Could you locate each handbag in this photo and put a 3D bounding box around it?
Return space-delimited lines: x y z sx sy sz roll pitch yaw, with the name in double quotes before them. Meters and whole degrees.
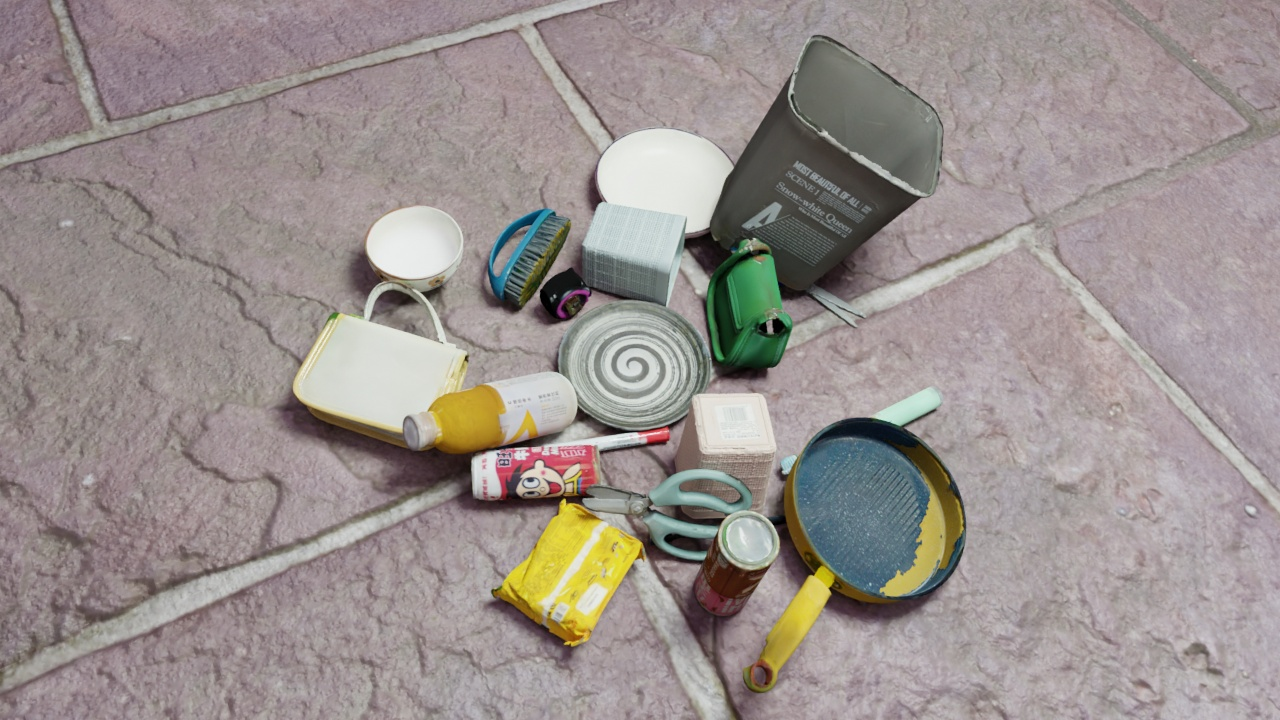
"handbag" -0.272 -0.001 1.014 0.163 0.063 0.178 16 65 5
"handbag" 0.127 -0.062 1.070 0.068 0.120 0.131 1 55 -13

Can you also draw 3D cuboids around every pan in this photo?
"pan" 0.200 0.196 0.914 0.197 0.078 0.356 43 60 8

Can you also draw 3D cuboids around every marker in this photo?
"marker" -0.039 0.091 1.014 0.145 0.017 0.017 -8 59 -11

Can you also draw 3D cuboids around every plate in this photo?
"plate" 0.035 -0.228 1.213 0.192 0.039 0.192 3 57 -5
"plate" -0.006 0.006 1.069 0.179 0.024 0.179 2 58 -3

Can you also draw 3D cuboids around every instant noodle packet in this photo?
"instant noodle packet" -0.069 0.213 0.917 0.111 0.044 0.128 27 55 18

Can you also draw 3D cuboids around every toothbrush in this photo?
"toothbrush" 0.253 0.082 1.047 0.224 0.026 0.027 -23 99 -19
"toothbrush" 0.097 0.175 0.977 0.181 0.016 0.018 -6 50 -9

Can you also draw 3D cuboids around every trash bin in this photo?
"trash bin" 0.209 -0.220 1.091 0.199 0.220 0.198 31 47 -9

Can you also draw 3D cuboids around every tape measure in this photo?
"tape measure" -0.089 -0.077 1.091 0.057 0.058 0.039 -36 69 -5

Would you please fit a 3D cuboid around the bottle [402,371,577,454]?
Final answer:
"bottle" -0.155 0.057 0.958 0.189 0.068 0.068 -11 57 -40

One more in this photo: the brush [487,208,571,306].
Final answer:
"brush" -0.143 -0.132 1.122 0.073 0.055 0.143 24 59 7

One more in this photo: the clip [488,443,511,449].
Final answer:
"clip" -0.160 0.075 1.012 0.025 0.032 0.057 -12 67 -11

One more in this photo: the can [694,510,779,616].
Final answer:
"can" 0.090 0.198 0.882 0.058 0.148 0.057 3 57 -5

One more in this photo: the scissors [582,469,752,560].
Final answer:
"scissors" 0.028 0.139 0.920 0.180 0.143 0.019 21 28 -11

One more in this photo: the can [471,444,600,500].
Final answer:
"can" -0.110 0.118 0.967 0.132 0.053 0.053 -2 58 -8

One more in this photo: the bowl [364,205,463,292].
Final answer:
"bowl" -0.268 -0.125 1.099 0.113 0.062 0.113 3 59 -5

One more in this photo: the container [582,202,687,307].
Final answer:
"container" -0.009 -0.130 1.118 0.111 0.090 0.089 13 57 5

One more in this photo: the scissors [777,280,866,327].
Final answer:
"scissors" 0.202 -0.091 1.161 0.132 0.012 0.172 -17 62 -19

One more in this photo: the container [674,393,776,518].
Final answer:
"container" 0.089 0.097 0.960 0.090 0.111 0.089 0 48 -7
